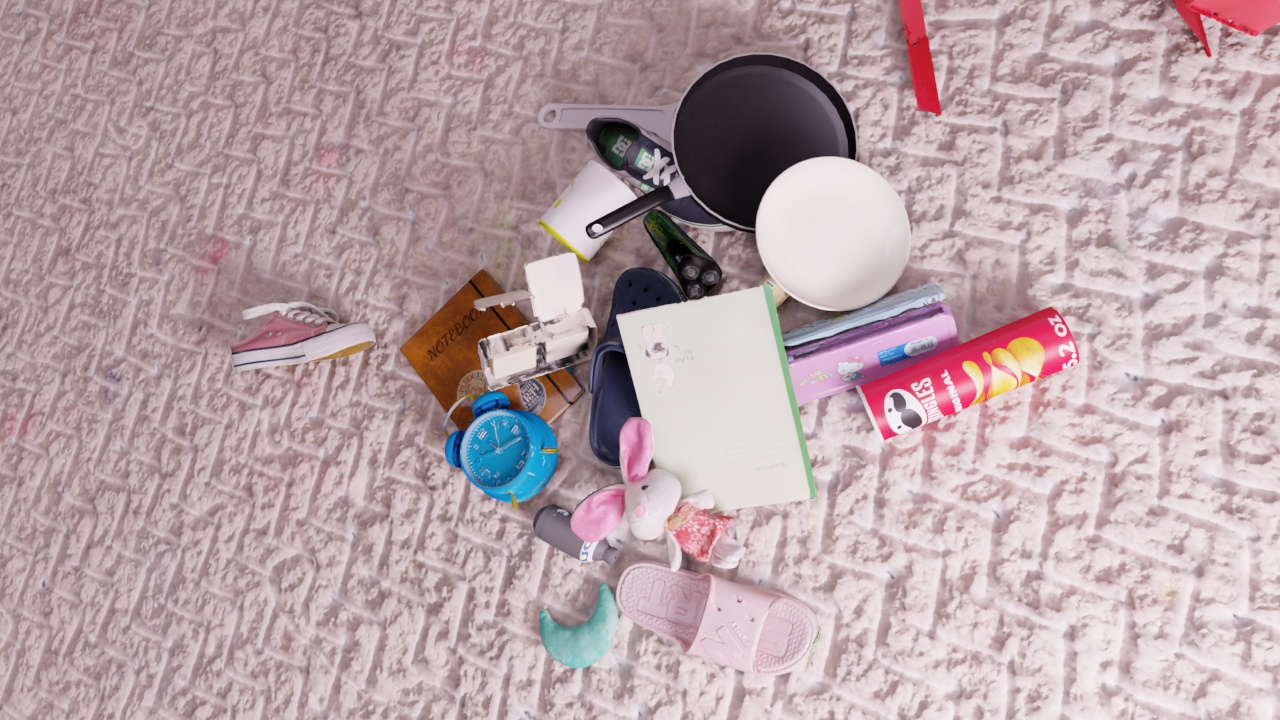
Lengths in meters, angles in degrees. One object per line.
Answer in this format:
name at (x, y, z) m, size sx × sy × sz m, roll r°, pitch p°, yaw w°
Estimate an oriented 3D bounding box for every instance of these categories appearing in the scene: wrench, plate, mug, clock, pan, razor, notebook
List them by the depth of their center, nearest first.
notebook at (0.087, 0.052, 1.046) m, size 0.182 × 0.010 × 0.252 m, roll -11°, pitch 101°, yaw 17°
plate at (0.220, -0.144, 1.064) m, size 0.182 × 0.034 × 0.182 m, roll 1°, pitch 82°, yaw -6°
pan at (0.091, -0.230, 1.101) m, size 0.356 × 0.034 × 0.225 m, roll -29°, pitch 84°, yaw -7°
razor at (0.046, -0.138, 1.139) m, size 0.054 × 0.067 × 0.151 m, roll -40°, pitch 60°, yaw 10°
clock at (-0.180, 0.106, 1.142) m, size 0.161 × 0.060 × 0.117 m, roll 34°, pitch 90°, yaw 24°
mug at (-0.067, -0.192, 1.180) m, size 0.082 × 0.082 × 0.106 m, roll 40°, pitch 91°, yaw 23°
notebook at (-0.189, 0.012, 1.210) m, size 0.178 × 0.014 × 0.249 m, roll -43°, pitch 68°, yaw 5°
wrench at (-0.017, -0.313, 1.228) m, size 0.274 × 0.018 × 0.086 m, roll 7°, pitch 81°, yaw 22°

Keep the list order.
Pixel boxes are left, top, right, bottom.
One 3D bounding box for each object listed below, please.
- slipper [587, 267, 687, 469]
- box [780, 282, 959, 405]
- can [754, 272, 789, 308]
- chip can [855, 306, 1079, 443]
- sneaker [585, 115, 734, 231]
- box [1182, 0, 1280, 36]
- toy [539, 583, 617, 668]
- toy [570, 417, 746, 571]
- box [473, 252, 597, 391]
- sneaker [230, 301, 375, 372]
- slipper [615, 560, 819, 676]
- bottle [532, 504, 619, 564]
slipper at (-0.007, 0.006, 1.108) m, size 0.105 × 0.095 × 0.252 m, roll 8°, pitch 83°, yaw 23°
box at (0.243, -0.023, 1.038) m, size 0.214 × 0.077 × 0.096 m, roll -19°, pitch 70°, yaw 14°
can at (0.173, -0.100, 1.099) m, size 0.079 × 0.038 × 0.038 m, roll -47°, pitch 67°, yaw 3°
chip can at (0.351, 0.016, 0.993) m, size 0.221 × 0.069 × 0.069 m, roll -24°, pitch 71°, yaw 12°
sneaker at (0.028, -0.235, 1.148) m, size 0.235 × 0.079 × 0.084 m, roll 34°, pitch 102°, yaw 18°
box at (0.634, -0.488, 0.857) m, size 0.153 × 0.326 × 0.213 m, roll 0°, pitch 73°, yaw -14°
toy at (-0.070, 0.319, 1.087) m, size 0.105 × 0.033 × 0.085 m, roll -27°, pitch 59°, yaw 12°
toy at (0.029, 0.175, 1.042) m, size 0.194 × 0.084 × 0.159 m, roll 34°, pitch 98°, yaw 10°
box at (-0.127, -0.049, 1.085) m, size 0.143 × 0.192 × 0.069 m, roll -18°, pitch 68°, yaw -15°
sneaker at (-0.473, -0.040, 1.272) m, size 0.241 × 0.118 × 0.088 m, roll -8°, pitch 92°, yaw 23°
slipper at (0.076, 0.286, 1.026) m, size 0.240 × 0.064 × 0.094 m, roll 12°, pitch 81°, yaw 23°
bottle at (-0.077, 0.213, 1.105) m, size 0.112 × 0.047 × 0.047 m, roll 23°, pitch 85°, yaw 22°
